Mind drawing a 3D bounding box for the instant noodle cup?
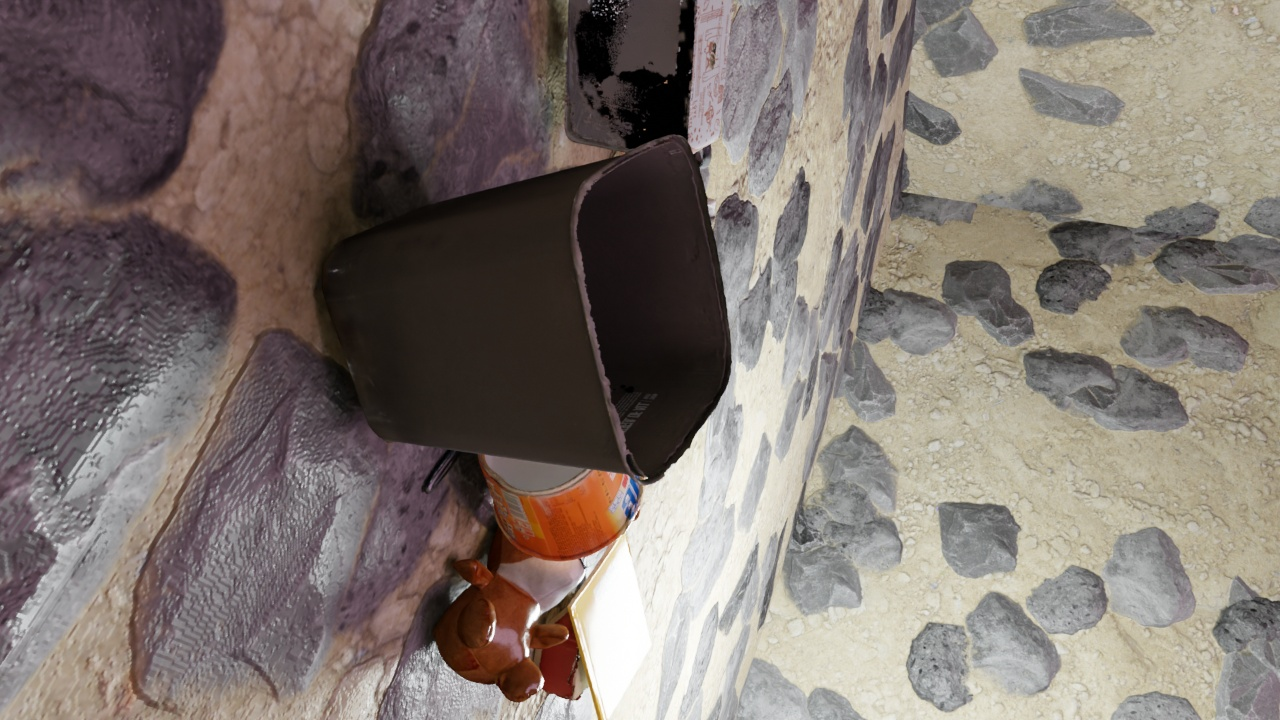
[{"bbox_3d":[-0.079,0.097,0.858,0.111,0.151,0.151,75,34,-54],"label":"instant noodle cup"}]

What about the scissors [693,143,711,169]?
[{"bbox_3d":[0.048,-0.216,0.977,0.165,0.014,0.163,-120,-160,-57],"label":"scissors"}]

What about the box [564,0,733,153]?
[{"bbox_3d":[0.020,-0.299,0.859,0.204,0.158,0.181,-44,143,-56],"label":"box"}]

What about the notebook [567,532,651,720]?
[{"bbox_3d":[-0.035,0.335,1.152,0.145,0.010,0.206,-50,137,-49],"label":"notebook"}]

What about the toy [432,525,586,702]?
[{"bbox_3d":[-0.116,0.222,0.909,0.140,0.131,0.199,64,30,-27],"label":"toy"}]

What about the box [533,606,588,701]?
[{"bbox_3d":[-0.066,0.366,1.183,0.168,0.077,0.091,-18,119,-67],"label":"box"}]

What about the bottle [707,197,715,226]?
[{"bbox_3d":[0.070,-0.116,1.205,0.079,0.044,0.195,-40,139,-61],"label":"bottle"}]

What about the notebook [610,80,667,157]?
[{"bbox_3d":[0.014,-0.218,1.115,0.212,0.012,0.149,77,33,-53],"label":"notebook"}]

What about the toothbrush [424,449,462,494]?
[{"bbox_3d":[-0.148,0.056,0.851,0.016,0.018,0.180,91,24,-46],"label":"toothbrush"}]

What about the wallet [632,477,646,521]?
[{"bbox_3d":[-0.003,0.144,1.228,0.131,0.031,0.108,-79,179,-80],"label":"wallet"}]

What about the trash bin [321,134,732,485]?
[{"bbox_3d":[-0.075,-0.032,0.639,0.198,0.220,0.199,-45,127,-56],"label":"trash bin"}]
